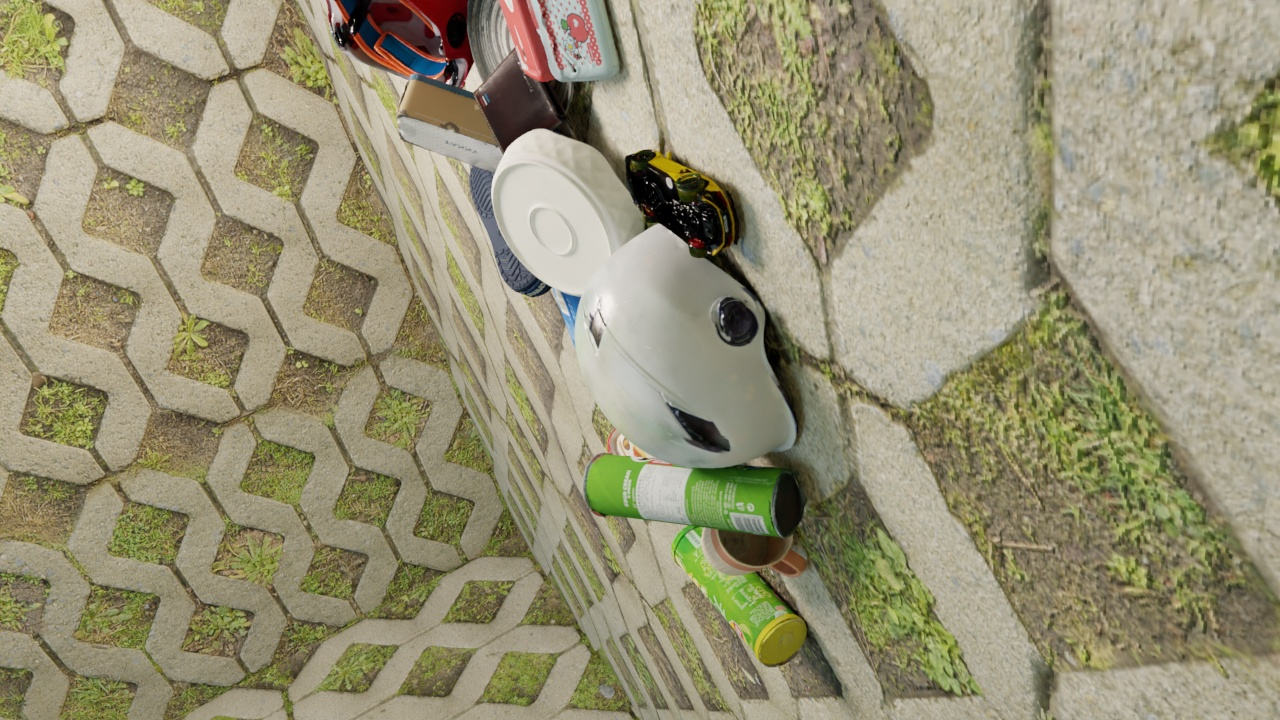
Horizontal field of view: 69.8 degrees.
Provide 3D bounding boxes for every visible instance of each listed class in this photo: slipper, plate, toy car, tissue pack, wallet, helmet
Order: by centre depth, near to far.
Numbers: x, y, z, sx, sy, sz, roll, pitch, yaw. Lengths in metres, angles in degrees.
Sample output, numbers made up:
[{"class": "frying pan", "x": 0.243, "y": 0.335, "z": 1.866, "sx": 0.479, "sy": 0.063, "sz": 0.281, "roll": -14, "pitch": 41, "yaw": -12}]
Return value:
[{"class": "toy car", "x": 0.033, "y": -0.147, "z": 0.824, "sx": 0.156, "sy": 0.041, "sz": 0.071, "roll": 41, "pitch": 152, "yaw": 49}, {"class": "helmet", "x": 0.024, "y": 0.005, "z": 0.897, "sx": 0.258, "sy": 0.145, "sz": 0.229, "roll": 60, "pitch": 163, "yaw": 12}, {"class": "plate", "x": -0.127, "y": -0.339, "z": 0.996, "sx": 0.179, "sy": 0.024, "sz": 0.180, "roll": 32, "pitch": 139, "yaw": 33}, {"class": "wallet", "x": -0.134, "y": -0.282, "z": 1.013, "sx": 0.123, "sy": 0.020, "sz": 0.096, "roll": -22, "pitch": 99, "yaw": 54}, {"class": "plate", "x": -0.087, "y": -0.154, "z": 1.024, "sx": 0.205, "sy": 0.045, "sz": 0.205, "roll": 26, "pitch": 140, "yaw": 24}, {"class": "helmet", "x": -0.281, "y": -0.443, "z": 1.099, "sx": 0.207, "sy": 0.143, "sz": 0.240, "roll": 26, "pitch": 165, "yaw": 9}, {"class": "slipper", "x": -0.153, "y": -0.194, "z": 1.236, "sx": 0.095, "sy": 0.105, "sz": 0.252, "roll": 20, "pitch": -138, "yaw": -50}, {"class": "tissue pack", "x": -0.069, "y": -0.057, "z": 1.245, "sx": 0.095, "sy": 0.052, "sz": 0.157, "roll": 35, "pitch": 148, "yaw": 61}]

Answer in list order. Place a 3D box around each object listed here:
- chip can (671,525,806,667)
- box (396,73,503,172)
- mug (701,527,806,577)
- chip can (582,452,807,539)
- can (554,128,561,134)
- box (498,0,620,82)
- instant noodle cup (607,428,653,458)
[{"class": "chip can", "x": 0.118, "y": 0.289, "z": 1.165, "sx": 0.221, "sy": 0.072, "sz": 0.073, "roll": 42, "pitch": 153, "yaw": 51}, {"class": "box", "x": -0.208, "y": -0.287, "z": 1.143, "sx": 0.090, "sy": 0.184, "sz": 0.062, "roll": 144, "pitch": 140, "yaw": -72}, {"class": "mug", "x": 0.128, "y": 0.203, "z": 1.018, "sx": 0.114, "sy": 0.081, "sz": 0.106, "roll": 31, "pitch": 161, "yaw": 4}, {"class": "chip can", "x": 0.051, "y": 0.139, "z": 0.955, "sx": 0.236, "sy": 0.072, "sz": 0.072, "roll": 0, "pitch": 120, "yaw": 36}, {"class": "can", "x": -0.092, "y": -0.206, "z": 1.088, "sx": 0.134, "sy": 0.053, "sz": 0.053, "roll": 63, "pitch": 164, "yaw": 0}, {"class": "box", "x": -0.097, "y": -0.360, "z": 0.856, "sx": 0.161, "sy": 0.058, "sz": 0.201, "roll": 23, "pitch": 139, "yaw": 49}, {"class": "instant noodle cup", "x": 0.039, "y": 0.100, "z": 1.074, "sx": 0.116, "sy": 0.116, "sz": 0.124, "roll": 60, "pitch": 151, "yaw": 13}]
